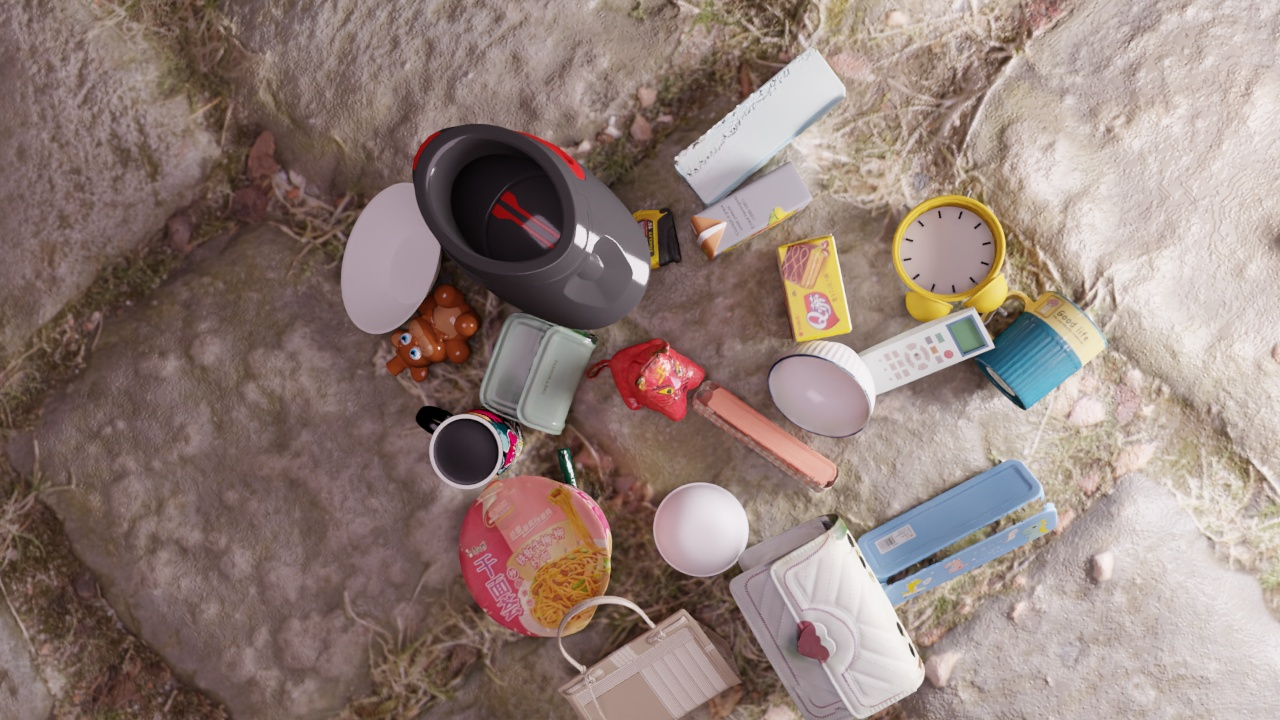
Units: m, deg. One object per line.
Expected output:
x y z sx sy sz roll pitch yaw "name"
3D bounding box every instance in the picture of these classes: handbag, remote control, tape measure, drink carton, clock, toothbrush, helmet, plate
-0.117 0.010 1.041 0.106 0.067 0.122 21 94 3 "handbag"
-0.014 0.325 1.006 0.176 0.062 0.198 -33 119 6 "handbag"
0.202 0.283 0.996 0.142 0.096 0.198 -31 91 20 "handbag"
0.304 -0.011 0.997 0.144 0.024 0.049 -26 106 27 "remote control"
0.010 -0.136 1.036 0.064 0.037 0.065 -12 89 5 "tape measure"
0.119 -0.162 1.008 0.125 0.076 0.048 -29 90 2 "drink carton"
0.335 -0.105 0.995 0.114 0.052 0.152 -10 87 16 "clock"
-0.072 0.196 1.070 0.016 0.017 0.190 -12 92 9 "toothbrush"
-0.107 -0.138 0.981 0.265 0.170 0.164 36 94 10 "helmet"
-0.271 -0.112 1.042 0.174 0.036 0.173 -9 75 36 "plate"

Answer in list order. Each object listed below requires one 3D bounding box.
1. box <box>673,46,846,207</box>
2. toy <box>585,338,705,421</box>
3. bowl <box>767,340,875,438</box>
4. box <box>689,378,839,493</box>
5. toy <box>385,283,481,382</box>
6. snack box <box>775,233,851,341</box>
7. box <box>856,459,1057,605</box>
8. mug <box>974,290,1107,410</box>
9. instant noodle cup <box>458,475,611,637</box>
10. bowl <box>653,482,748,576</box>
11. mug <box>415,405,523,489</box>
0.132 -0.254 1.019 0.199 0.066 0.083 -39 113 6 "box"
-0.006 0.006 1.015 0.133 0.094 0.088 11 77 33 "toy"
0.204 0.021 1.001 0.118 0.118 0.062 36 53 3 "bowl"
0.139 0.085 1.041 0.188 0.062 0.058 36 70 5 "box"
-0.244 -0.028 1.055 0.128 0.065 0.095 -36 80 11 "toy"
0.187 -0.078 0.998 0.061 0.083 0.106 -11 92 7 "snack box"
0.350 0.191 1.023 0.209 0.078 0.074 -28 46 7 "box"
0.416 -0.020 0.988 0.107 0.083 0.113 -43 60 9 "mug"
-0.107 0.211 1.033 0.179 0.077 0.178 1 94 16 "instant noodle cup"
0.068 0.197 1.044 0.110 0.040 0.110 0 93 6 "bowl"
-0.199 0.087 1.036 0.118 0.098 0.082 31 95 3 "mug"
